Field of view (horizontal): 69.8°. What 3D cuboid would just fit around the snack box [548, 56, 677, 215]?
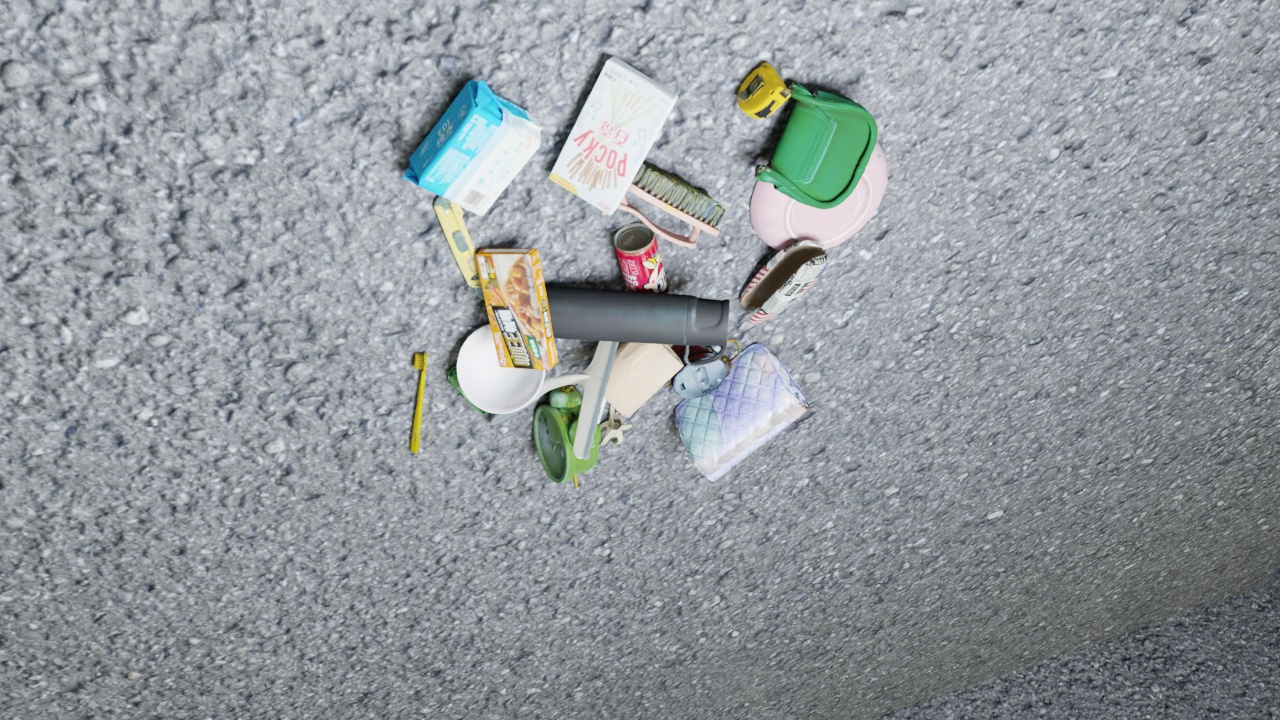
[{"bbox_3d":[-0.032,-0.248,1.022,0.084,0.026,0.157,31,122,-3],"label":"snack box"}]

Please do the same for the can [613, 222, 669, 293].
[{"bbox_3d":[0.004,-0.111,1.188,0.053,0.053,0.133,-20,138,-3],"label":"can"}]

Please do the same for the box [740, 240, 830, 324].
[{"bbox_3d":[0.202,-0.096,1.251,0.074,0.077,0.164,-2,151,-30],"label":"box"}]

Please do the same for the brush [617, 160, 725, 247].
[{"bbox_3d":[0.030,-0.189,1.112,0.145,0.063,0.073,19,113,-36],"label":"brush"}]

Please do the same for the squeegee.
[{"bbox_3d":[-0.138,0.046,1.245,0.247,0.245,0.039,-22,132,40],"label":"squeegee"}]

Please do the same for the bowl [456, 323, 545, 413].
[{"bbox_3d":[-0.176,0.010,1.216,0.118,0.118,0.064,-30,176,8],"label":"bowl"}]

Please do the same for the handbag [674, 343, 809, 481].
[{"bbox_3d":[0.151,0.077,1.388,0.194,0.134,0.075,-40,135,20],"label":"handbag"}]

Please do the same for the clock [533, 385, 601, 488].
[{"bbox_3d":[-0.104,0.104,1.321,0.056,0.116,0.162,-13,142,-28],"label":"clock"}]

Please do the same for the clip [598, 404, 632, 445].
[{"bbox_3d":[-0.041,0.099,1.401,0.034,0.060,0.097,-3,146,-20],"label":"clip"}]

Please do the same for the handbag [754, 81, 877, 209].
[{"bbox_3d":[0.207,-0.253,1.091,0.120,0.068,0.131,15,111,-16],"label":"handbag"}]

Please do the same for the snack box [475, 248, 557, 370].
[{"bbox_3d":[-0.151,-0.063,1.127,0.075,0.026,0.154,3,117,22],"label":"snack box"}]

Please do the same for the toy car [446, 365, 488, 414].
[{"bbox_3d":[-0.228,0.038,1.257,0.043,0.036,0.091,-27,134,7],"label":"toy car"}]

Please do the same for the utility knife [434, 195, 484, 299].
[{"bbox_3d":[-0.211,-0.134,1.105,0.031,0.019,0.178,-15,142,0],"label":"utility knife"}]

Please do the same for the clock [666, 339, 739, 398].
[{"bbox_3d":[0.091,0.005,1.346,0.122,0.055,0.082,-23,138,-1],"label":"clock"}]

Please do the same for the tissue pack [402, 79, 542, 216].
[{"bbox_3d":[-0.179,-0.226,0.983,0.090,0.063,0.140,23,123,-41],"label":"tissue pack"}]

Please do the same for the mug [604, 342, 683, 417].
[{"bbox_3d":[-0.007,0.007,1.255,0.103,0.124,0.084,-42,104,7],"label":"mug"}]

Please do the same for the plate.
[{"bbox_3d":[0.239,-0.210,1.199,0.192,0.039,0.193,-12,137,-12],"label":"plate"}]

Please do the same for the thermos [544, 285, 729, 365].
[{"bbox_3d":[-0.010,-0.044,1.163,0.242,0.068,0.090,5,100,6],"label":"thermos"}]

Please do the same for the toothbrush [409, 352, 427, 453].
[{"bbox_3d":[-0.307,0.061,1.260,0.016,0.015,0.191,1,134,-18],"label":"toothbrush"}]

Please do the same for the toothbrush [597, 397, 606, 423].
[{"bbox_3d":[-0.066,0.078,1.381,0.029,0.020,0.190,-5,135,-28],"label":"toothbrush"}]

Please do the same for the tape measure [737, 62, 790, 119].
[{"bbox_3d":[0.136,-0.305,1.042,0.029,0.060,0.057,22,128,-40],"label":"tape measure"}]
